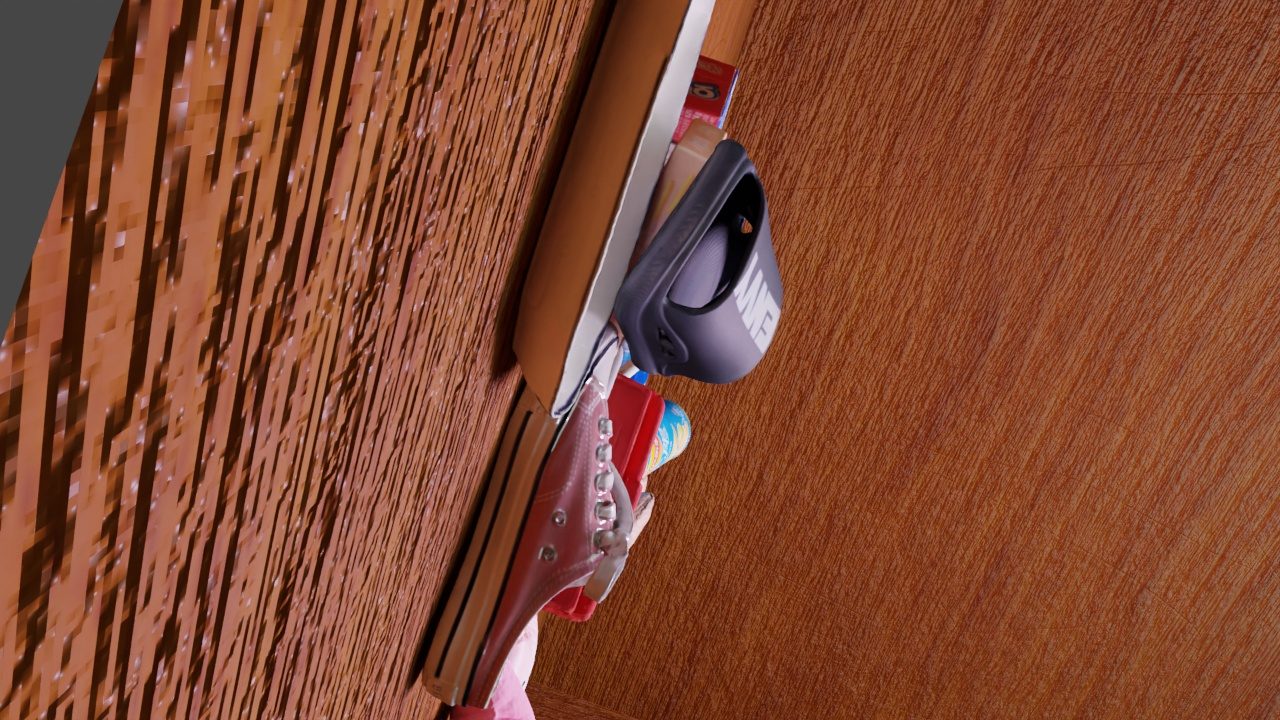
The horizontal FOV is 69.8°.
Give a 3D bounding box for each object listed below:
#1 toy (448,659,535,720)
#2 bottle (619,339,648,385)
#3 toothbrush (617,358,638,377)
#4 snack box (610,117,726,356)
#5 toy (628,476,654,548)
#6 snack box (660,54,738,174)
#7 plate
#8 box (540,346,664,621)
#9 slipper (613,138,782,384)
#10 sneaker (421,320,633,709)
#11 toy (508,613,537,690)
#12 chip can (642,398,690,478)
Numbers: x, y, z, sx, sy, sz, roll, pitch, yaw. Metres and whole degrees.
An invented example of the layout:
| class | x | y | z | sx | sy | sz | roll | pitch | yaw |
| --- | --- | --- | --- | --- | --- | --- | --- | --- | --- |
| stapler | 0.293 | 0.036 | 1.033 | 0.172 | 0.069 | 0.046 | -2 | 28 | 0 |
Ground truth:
| class | x | y | z | sx | sy | sz | roll | pitch | yaw |
| --- | --- | --- | --- | --- | --- | --- | --- | --- | --- |
| toy | -0.122 | 0.298 | 0.744 | 0.194 | 0.074 | 0.178 | -142 | -130 | -73 |
| bottle | -0.020 | 0.002 | 0.929 | 0.219 | 0.065 | 0.065 | 108 | 2 | -55 |
| toothbrush | -0.005 | 0.005 | 0.830 | 0.189 | 0.029 | 0.020 | -40 | -144 | -10 |
| snack box | 0.007 | -0.077 | 0.605 | 0.158 | 0.026 | 0.084 | -63 | -179 | 27 |
| toy | -0.052 | 0.160 | 0.878 | 0.143 | 0.082 | 0.226 | -38 | -174 | 0 |
| snack box | 0.020 | -0.136 | 0.706 | 0.208 | 0.058 | 0.057 | 107 | 2 | -57 |
| plate | -0.009 | -0.102 | 0.446 | 0.162 | 0.034 | 0.266 | -63 | 172 | -80 |
| box | -0.036 | 0.095 | 0.708 | 0.100 | 0.094 | 0.200 | -28 | -142 | 66 |
| slipper | 0.047 | -0.040 | 0.551 | 0.110 | 0.083 | 0.268 | -59 | 174 | -11 |
| sneaker | -0.046 | 0.088 | 0.539 | 0.118 | 0.088 | 0.240 | 106 | 2 | -74 |
| toy | -0.129 | 0.278 | 0.888 | 0.121 | 0.054 | 0.160 | -71 | 173 | -74 |
| chip can | -0.004 | 0.079 | 0.892 | 0.210 | 0.071 | 0.071 | -8 | 118 | -76 |
